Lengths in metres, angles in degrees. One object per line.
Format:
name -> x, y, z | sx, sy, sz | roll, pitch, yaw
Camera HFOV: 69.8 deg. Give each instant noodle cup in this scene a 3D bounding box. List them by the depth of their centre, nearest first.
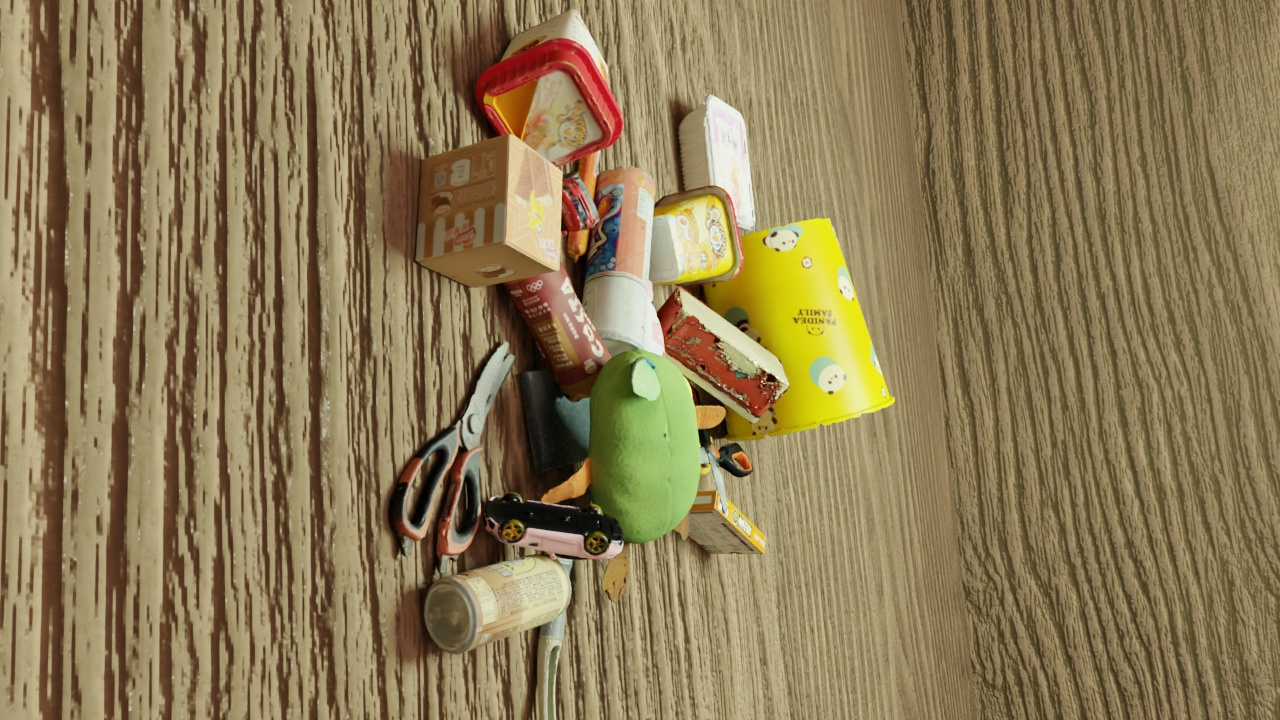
instant noodle cup -> -0.082, -0.263, 0.878 | 0.124, 0.117, 0.116 | -87, 153, -45
instant noodle cup -> 0.044, -0.139, 1.083 | 0.123, 0.116, 0.116 | -23, 104, -49
instant noodle cup -> 0.102, -0.264, 1.266 | 0.137, 0.060, 0.173 | 0, 82, -62

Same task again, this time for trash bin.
trash bin -> 0.194, -0.042, 1.227 | 0.229, 0.230, 0.255 | -14, 90, -62

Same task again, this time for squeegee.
squeegee -> -0.078, 0.256, 0.822 | 0.246, 0.039, 0.246 | 22, 55, -38

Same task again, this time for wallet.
wallet -> -0.075, 0.054, 0.900 | 0.120, 0.019, 0.097 | -7, 89, -64

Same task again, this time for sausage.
sausage -> -0.060, -0.177, 0.980 | 0.021, 0.021, 0.165 | 41, 49, -51

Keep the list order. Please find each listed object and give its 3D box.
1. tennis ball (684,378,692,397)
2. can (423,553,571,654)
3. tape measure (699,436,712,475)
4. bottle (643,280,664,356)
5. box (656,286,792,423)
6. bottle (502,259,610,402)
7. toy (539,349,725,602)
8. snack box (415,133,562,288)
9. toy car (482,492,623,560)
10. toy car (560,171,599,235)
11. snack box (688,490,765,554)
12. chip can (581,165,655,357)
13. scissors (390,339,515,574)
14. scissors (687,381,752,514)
tennis ball -> 0.026, 0.042, 1.039 | 0.065, 0.066, 0.065 | 24, 62, -58
can -> -0.113, 0.192, 0.735 | 0.116, 0.059, 0.058 | 0, 83, -55
tape measure -> 0.072, 0.115, 1.147 | 0.060, 0.029, 0.057 | 29, 59, -56
bottle -> -0.006, 0.006, 0.988 | 0.068, 0.068, 0.196 | 32, 53, -56
box -> 0.095, -0.012, 1.073 | 0.168, 0.079, 0.091 | 35, 20, -17
bottle -> -0.083, -0.048, 0.854 | 0.175, 0.058, 0.057 | 63, 33, -17
toy -> 0.002, 0.096, 0.867 | 0.226, 0.090, 0.247 | -26, 125, -38
snack box -> -0.125, -0.122, 0.767 | 0.077, 0.093, 0.094 | 25, 61, -58
toy car -> -0.074, 0.144, 0.780 | 0.056, 0.122, 0.037 | -111, -146, -69
toy car -> -0.081, -0.142, 0.841 | 0.045, 0.121, 0.053 | -37, 115, -21
snack box -> 0.089, 0.198, 1.108 | 0.154, 0.075, 0.026 | 47, 44, -48
chip can -> -0.023, -0.100, 0.967 | 0.071, 0.071, 0.214 | 42, 45, -51
scissors -> -0.142, 0.076, 0.772 | 0.205, 0.015, 0.194 | -16, 96, -62
scissors -> 0.079, 0.100, 1.086 | 0.220, 0.022, 0.224 | 30, 29, -56
